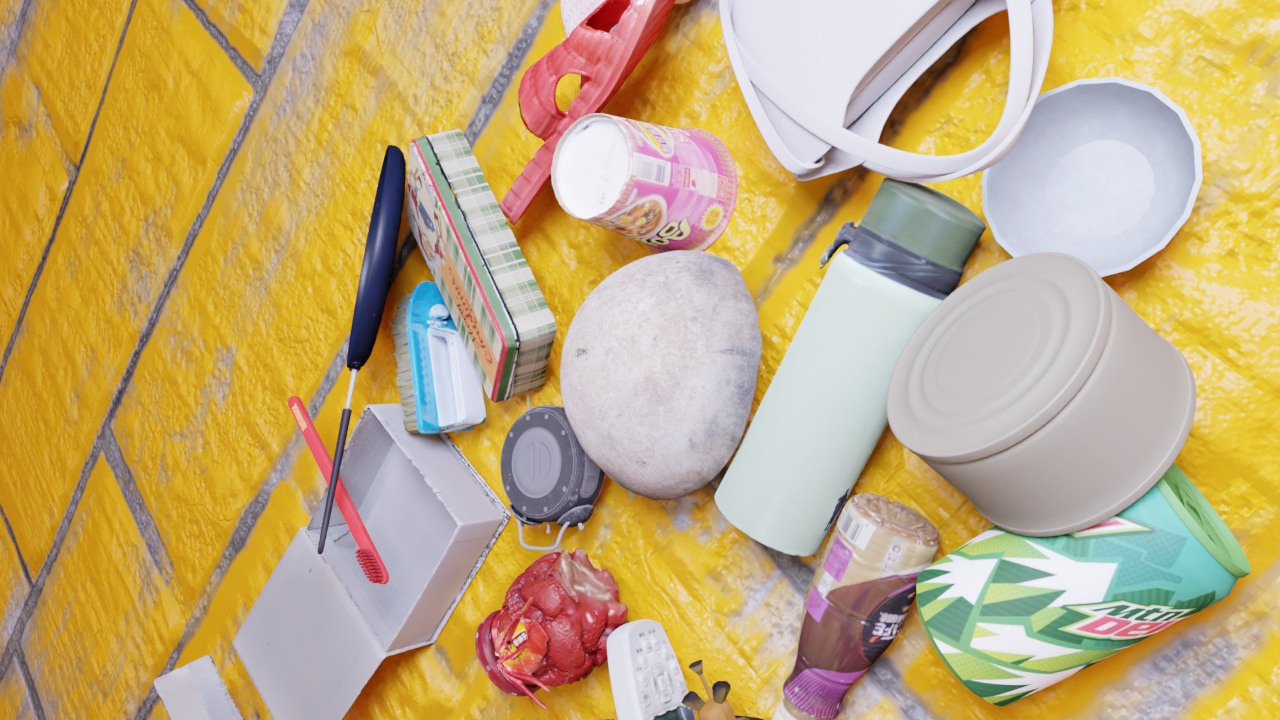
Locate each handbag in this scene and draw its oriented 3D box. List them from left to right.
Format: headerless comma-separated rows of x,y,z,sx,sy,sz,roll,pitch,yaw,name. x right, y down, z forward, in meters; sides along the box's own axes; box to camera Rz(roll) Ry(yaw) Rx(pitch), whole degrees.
0.149,-0.197,0.513,0.216,0.095,0.222,-44,49,28,handbag

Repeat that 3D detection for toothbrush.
-0.271,0.109,0.804,0.012,0.018,0.212,-44,62,12,toothbrush

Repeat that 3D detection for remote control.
0.009,0.244,0.657,0.028,0.060,0.114,-27,69,36,remote control

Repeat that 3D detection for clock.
-0.067,0.087,0.725,0.091,0.043,0.122,-6,80,40,clock

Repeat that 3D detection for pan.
-0.241,-0.013,0.794,0.199,0.021,0.356,157,122,-67,pan

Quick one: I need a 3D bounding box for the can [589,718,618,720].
-0.048,0.313,0.682,0.117,0.086,0.086,-19,78,35,can

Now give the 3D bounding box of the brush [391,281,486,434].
-0.175,-0.005,0.802,0.076,0.055,0.135,-17,79,40,brush

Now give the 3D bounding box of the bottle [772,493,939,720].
0.126,0.167,0.570,0.060,0.059,0.166,30,106,33,bottle

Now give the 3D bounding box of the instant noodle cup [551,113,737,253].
-0.001,-0.126,0.642,0.098,0.108,0.097,-1,88,37,instant noodle cup

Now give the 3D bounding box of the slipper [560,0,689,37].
0.015,-0.301,0.666,0.222,0.055,0.106,-34,70,43,slipper

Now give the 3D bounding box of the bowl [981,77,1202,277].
0.245,-0.095,0.498,0.106,0.039,0.106,-1,89,37,bowl

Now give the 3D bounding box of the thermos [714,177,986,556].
0.124,0.002,0.564,0.082,0.082,0.232,35,110,32,thermos

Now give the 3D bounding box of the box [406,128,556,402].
-0.134,-0.077,0.744,0.205,0.050,0.118,62,158,18,box

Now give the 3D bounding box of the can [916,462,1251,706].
0.226,0.114,0.482,0.144,0.083,0.083,-42,65,28,can

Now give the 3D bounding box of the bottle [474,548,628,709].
-0.068,0.201,0.693,0.111,0.098,0.099,-40,66,24,bottle

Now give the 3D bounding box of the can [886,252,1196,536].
0.199,0.016,0.469,0.128,0.073,0.127,-44,22,23,can

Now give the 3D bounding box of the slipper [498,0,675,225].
-0.052,-0.197,0.664,0.059,0.103,0.250,37,137,-9,slipper

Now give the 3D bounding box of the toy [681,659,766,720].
0.058,0.250,0.615,0.076,0.062,0.100,-25,92,15,toy

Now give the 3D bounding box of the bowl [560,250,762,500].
-0.004,0.004,0.626,0.179,0.081,0.178,-22,62,50,bowl

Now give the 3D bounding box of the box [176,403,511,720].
-0.279,0.224,0.850,0.166,0.098,0.369,44,107,29,box
